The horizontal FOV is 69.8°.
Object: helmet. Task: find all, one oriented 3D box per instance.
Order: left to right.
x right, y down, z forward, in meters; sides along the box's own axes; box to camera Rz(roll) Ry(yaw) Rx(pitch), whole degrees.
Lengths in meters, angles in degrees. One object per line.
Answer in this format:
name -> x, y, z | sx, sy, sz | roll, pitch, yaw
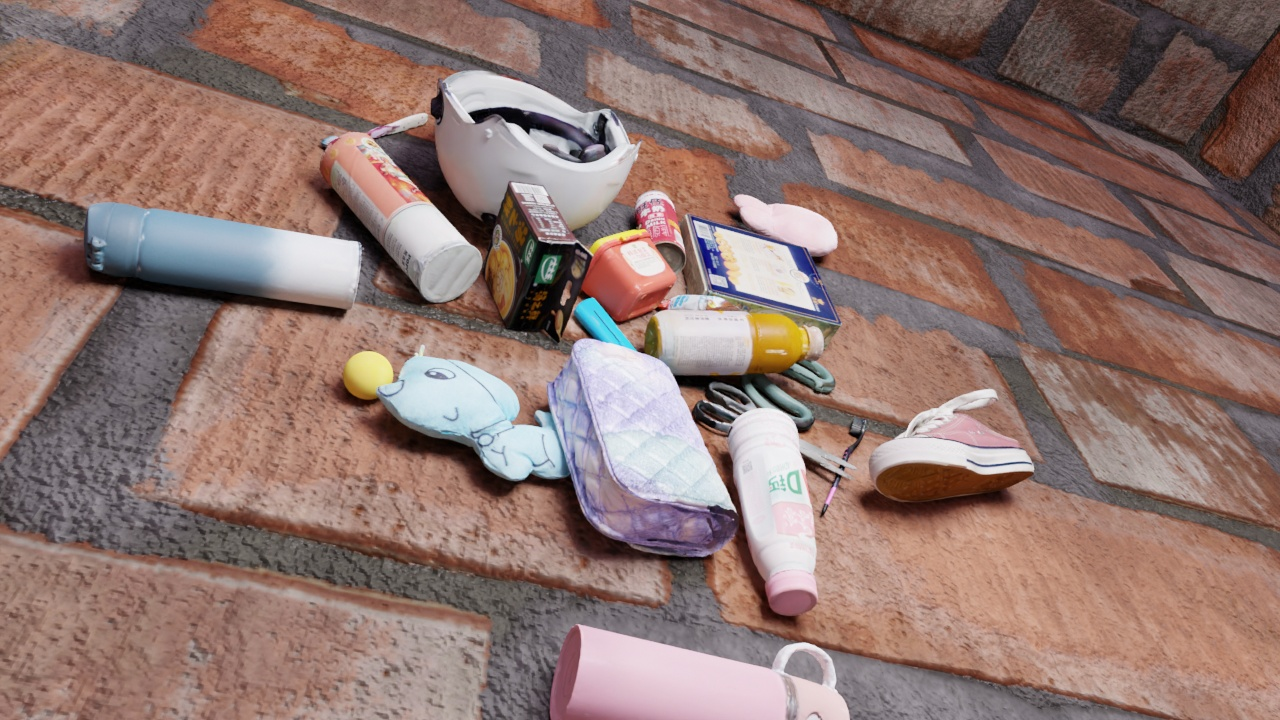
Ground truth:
helmet -> -0.134, -0.228, 1.059 | 0.228, 0.146, 0.258 | -3, 32, -38

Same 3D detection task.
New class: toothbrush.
toothbrush -> -0.323, -0.283, 1.129 | 0.017, 0.016, 0.187 | 24, 33, 16
toothbrush -> 0.208, 0.105, 0.946 | 0.018, 0.014, 0.188 | 23, 33, 15

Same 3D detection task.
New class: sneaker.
sneaker -> 0.316, 0.090, 0.954 | 0.240, 0.119, 0.087 | 5, 56, -37

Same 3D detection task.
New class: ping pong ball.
ping pong ball -> -0.227, 0.012, 0.766 | 0.040, 0.040, 0.040 | 17, 35, -12

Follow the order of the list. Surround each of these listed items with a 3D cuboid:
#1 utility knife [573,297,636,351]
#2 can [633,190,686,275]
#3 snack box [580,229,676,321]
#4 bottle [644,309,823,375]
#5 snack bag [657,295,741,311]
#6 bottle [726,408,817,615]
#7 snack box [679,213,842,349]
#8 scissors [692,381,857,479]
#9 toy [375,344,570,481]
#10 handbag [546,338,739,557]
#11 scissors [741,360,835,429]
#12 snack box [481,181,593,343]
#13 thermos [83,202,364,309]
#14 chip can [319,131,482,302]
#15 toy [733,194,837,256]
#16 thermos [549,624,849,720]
utility knife -> -0.006, 0.005, 0.940 | 0.034, 0.018, 0.204 | -10, 49, -42
can -> 0.023, -0.160, 1.147 | 0.053, 0.053, 0.132 | 14, 36, -17
snack box -> -0.013, -0.094, 1.015 | 0.080, 0.082, 0.091 | 49, 40, 15
bottle -> 0.101, -0.018, 0.969 | 0.189, 0.068, 0.068 | 0, 40, -16
snack bag -> 0.062, -0.060, 1.031 | 0.048, 0.026, 0.104 | -8, 8, -35
bottle -> 0.119, 0.130, 0.810 | 0.068, 0.068, 0.196 | 15, 39, -15
snack box -> 0.144, -0.102, 1.154 | 0.182, 0.046, 0.177 | 13, 36, -17
scissors -> 0.132, 0.077, 0.926 | 0.150, 0.014, 0.170 | -4, 42, -35
toy -> -0.138, 0.044, 0.774 | 0.161, 0.050, 0.156 | 0, 40, -45
handbag -> -0.003, 0.073, 0.796 | 0.134, 0.076, 0.193 | 16, 35, -31
scissors -> 0.140, 0.020, 1.012 | 0.175, 0.019, 0.175 | 20, 35, -10
snack box -> -0.109, -0.099, 0.927 | 0.053, 0.113, 0.125 | 1, 40, -30
thermos -> -0.360, -0.092, 0.801 | 0.220, 0.070, 0.070 | 8, 37, -24
chip can -> -0.251, -0.151, 0.946 | 0.071, 0.071, 0.214 | -15, 50, -44
toy -> 0.207, -0.195, 1.312 | 0.159, 0.054, 0.121 | 17, 27, -13
thermos -> 0.044, 0.223, 0.623 | 0.198, 0.067, 0.087 | 15, 70, -12
